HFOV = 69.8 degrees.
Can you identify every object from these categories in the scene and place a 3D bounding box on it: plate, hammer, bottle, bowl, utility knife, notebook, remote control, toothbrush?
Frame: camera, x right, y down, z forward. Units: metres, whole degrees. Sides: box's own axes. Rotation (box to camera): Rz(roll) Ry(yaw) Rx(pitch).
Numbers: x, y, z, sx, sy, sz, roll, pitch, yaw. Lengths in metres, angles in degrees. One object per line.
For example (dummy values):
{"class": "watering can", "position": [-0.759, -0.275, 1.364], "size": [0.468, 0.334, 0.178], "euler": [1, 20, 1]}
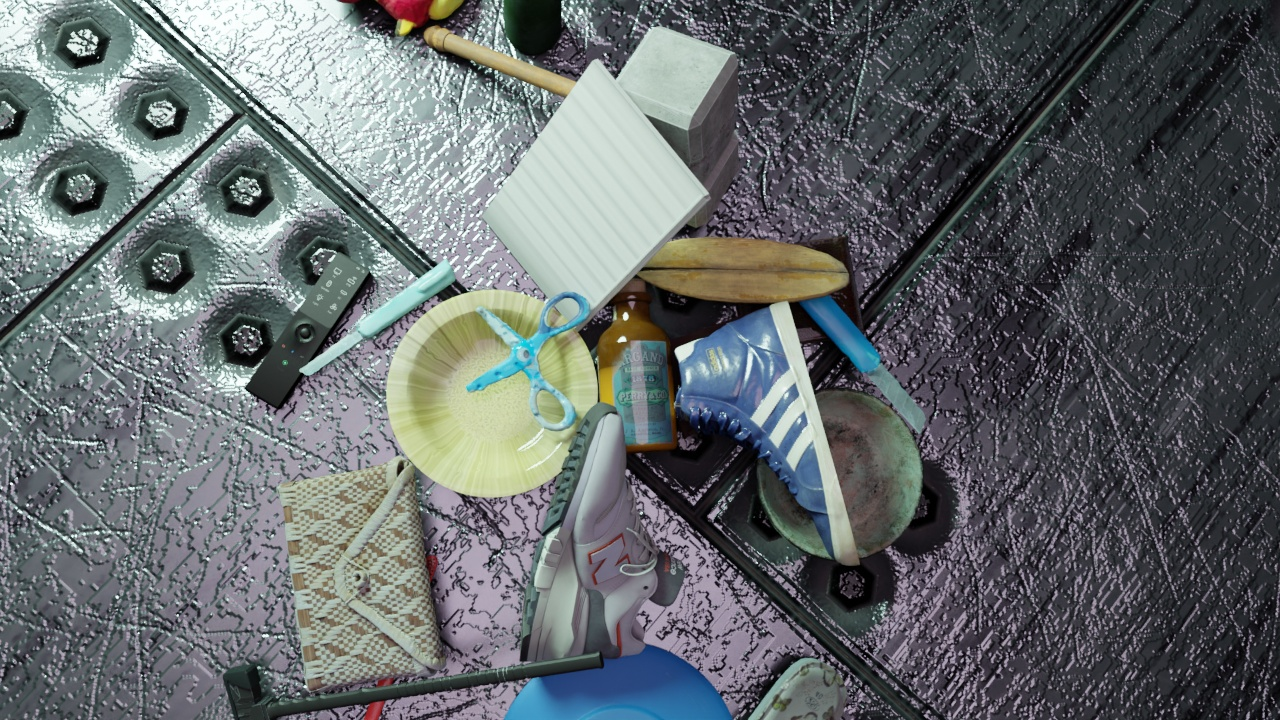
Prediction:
{"class": "plate", "position": [-0.133, 0.031, 0.831], "size": [0.184, 0.036, 0.184], "euler": [1, 82, -6]}
{"class": "hammer", "position": [-0.184, 0.273, 0.744], "size": [0.325, 0.015, 0.095], "euler": [-13, 95, 12]}
{"class": "bottle", "position": [-0.005, 0.005, 0.833], "size": [0.068, 0.068, 0.157], "euler": [-3, 83, -7]}
{"class": "bowl", "position": [0.180, 0.105, 0.854], "size": [0.157, 0.038, 0.157], "euler": [1, 82, -6]}
{"class": "utility knife", "position": [0.190, -0.021, 0.854], "size": [0.031, 0.015, 0.221], "euler": [-39, 83, -3]}
{"class": "utility knife", "position": [-0.238, -0.038, 0.836], "size": [0.166, 0.015, 0.022], "euler": [-38, 89, -14]}
{"class": "notebook", "position": [-0.047, -0.132, 0.792], "size": [0.142, 0.210, 0.009], "euler": [51, 45, 2]}
{"class": "hammer", "position": [-0.068, -0.249, 0.838], "size": [0.318, 0.163, 0.082], "euler": [25, 72, 16]}
{"class": "bottle", "position": [-0.096, -0.337, 0.815], "size": [0.055, 0.174, 0.055], "euler": [1, 82, -6]}
{"class": "remote control", "position": [-0.300, -0.028, 0.833], "size": [0.034, 0.013, 0.150], "euler": [31, 80, -1]}
{"class": "toothbrush", "position": [-0.220, 0.273, 0.798], "size": [0.012, 0.018, 0.212], "euler": [20, 81, -3]}
{"class": "plate", "position": [-0.018, 0.364, 0.804], "size": [0.224, 0.024, 0.224], "euler": [1, 82, -6]}

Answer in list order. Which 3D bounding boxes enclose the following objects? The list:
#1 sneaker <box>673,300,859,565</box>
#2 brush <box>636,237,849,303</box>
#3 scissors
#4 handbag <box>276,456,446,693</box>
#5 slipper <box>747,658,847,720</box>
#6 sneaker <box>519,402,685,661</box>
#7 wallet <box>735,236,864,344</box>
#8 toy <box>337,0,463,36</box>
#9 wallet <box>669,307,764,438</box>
{"class": "sneaker", "position": [0.097, 0.072, 0.786], "size": [0.118, 0.091, 0.233], "euler": [-15, 76, 9]}
{"class": "brush", "position": [0.093, -0.082, 0.843], "size": [0.195, 0.043, 0.059], "euler": [4, 95, 14]}
{"class": "scissors", "position": [-0.091, -0.006, 0.817], "size": [0.139, 0.011, 0.134], "euler": [-44, 87, -10]}
{"class": "handbag", "position": [-0.239, 0.183, 0.781], "size": [0.124, 0.047, 0.185], "euler": [-12, 84, 12]}
{"class": "slipper", "position": [0.092, 0.377, 0.788], "size": [0.268, 0.055, 0.098], "euler": [-41, 108, -16]}
{"class": "sneaker", "position": [-0.020, 0.160, 0.789], "size": [0.124, 0.088, 0.240], "euler": [16, 104, -10]}
{"class": "wallet", "position": [0.150, -0.064, 0.879], "size": [0.120, 0.031, 0.099], "euler": [-8, 81, -5]}
{"class": "toy", "position": [-0.231, -0.358, 0.867], "size": [0.137, 0.067, 0.105], "euler": [-5, 85, -19]}
{"class": "wallet", "position": [0.079, 0.011, 0.856], "size": [0.116, 0.018, 0.091], "euler": [-19, 85, 9]}
